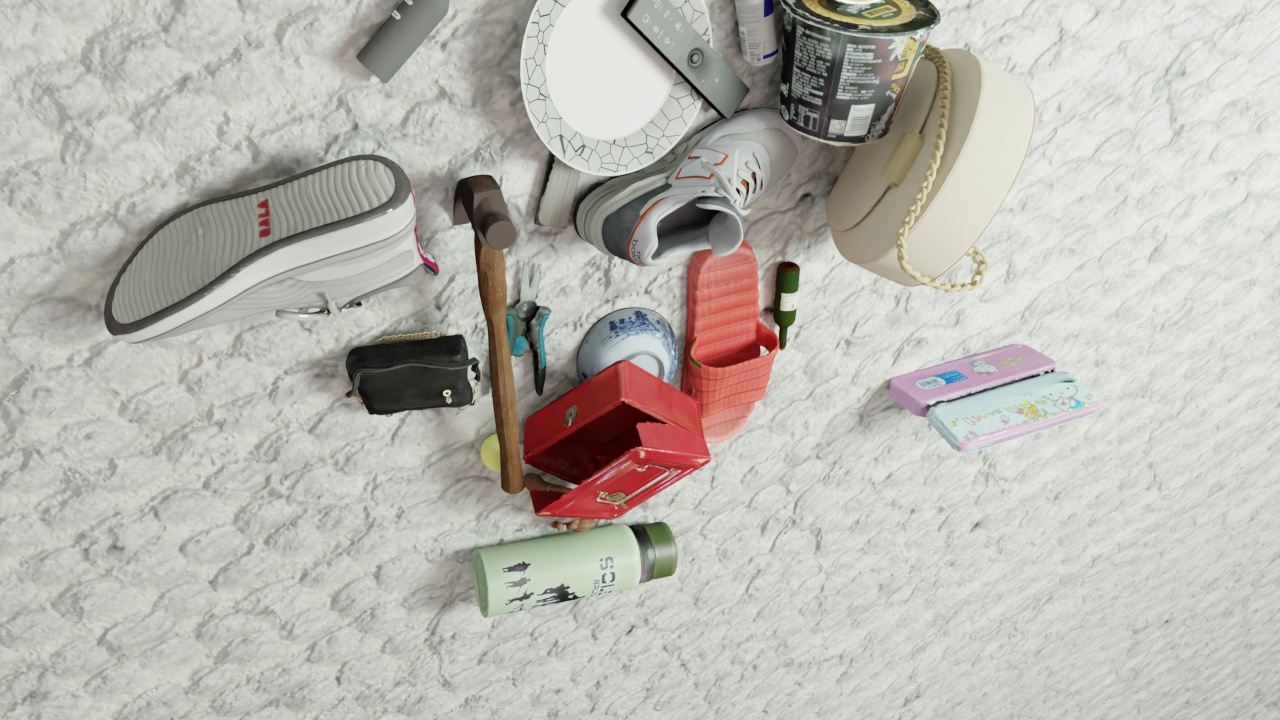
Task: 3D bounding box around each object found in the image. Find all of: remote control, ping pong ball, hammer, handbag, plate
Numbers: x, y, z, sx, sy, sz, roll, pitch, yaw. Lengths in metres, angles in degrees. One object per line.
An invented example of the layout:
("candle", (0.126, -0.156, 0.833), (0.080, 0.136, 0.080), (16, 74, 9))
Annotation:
("remote control", (-0.066, -0.184, 0.821), (0.033, 0.013, 0.137), (3, 119, -29))
("ping pong ball", (-0.144, 0.095, 0.944), (0.040, 0.040, 0.040), (-12, 124, -19))
("hammer", (-0.129, -0.011, 0.835), (0.033, 0.115, 0.324), (-13, 125, -18))
("handbag", (-0.210, 0.019, 0.845), (0.128, 0.054, 0.079), (-6, 130, 1))
("handbag", (0.271, -0.177, 0.861), (0.103, 0.208, 0.211), (21, 110, -16))
("plate", (-0.020, -0.253, 0.782), (0.188, 0.016, 0.189), (-17, 123, -28))
("remote control", (0.042, -0.266, 0.797), (0.150, 0.013, 0.034), (32, 93, -42))

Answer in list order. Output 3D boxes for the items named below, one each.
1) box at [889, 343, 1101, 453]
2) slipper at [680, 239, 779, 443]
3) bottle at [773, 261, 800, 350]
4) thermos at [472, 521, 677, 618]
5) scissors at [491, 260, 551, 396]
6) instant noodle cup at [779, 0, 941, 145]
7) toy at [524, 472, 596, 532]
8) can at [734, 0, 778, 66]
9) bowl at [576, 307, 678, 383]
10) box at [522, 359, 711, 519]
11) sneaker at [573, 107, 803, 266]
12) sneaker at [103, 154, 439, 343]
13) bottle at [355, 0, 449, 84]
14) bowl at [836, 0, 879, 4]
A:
("box", (0.430, 0.042, 1.116), (0.214, 0.151, 0.035), (-14, 127, -18))
("slipper", (0.097, -0.009, 0.982), (0.103, 0.059, 0.249), (-12, 123, -18))
("bottle", (0.158, -0.057, 1.001), (0.025, 0.025, 0.106), (-13, 125, -18))
("thermos", (-0.071, 0.234, 1.049), (0.231, 0.082, 0.082), (-6, 122, -23))
("scissors", (-0.116, -0.020, 0.898), (0.148, 0.019, 0.123), (-46, 127, 5))
("instant noodle cup", (0.184, -0.265, 0.821), (0.137, 0.137, 0.112), (-11, 133, -19))
("toy", (-0.086, 0.161, 1.015), (0.101, 0.042, 0.055), (21, 87, -42))
("can", (0.100, -0.310, 0.807), (0.032, 0.032, 0.095), (-23, 127, -11))
("bowl", (-0.006, 0.006, 0.950), (0.114, 0.045, 0.114), (-12, 124, -18))
("box", (-0.027, 0.085, 0.934), (0.158, 0.110, 0.134), (-35, 145, 30))
("sneaker", (0.066, -0.146, 0.837), (0.239, 0.124, 0.089), (-27, 128, -8))
("sneaker", (-0.293, -0.069, 0.746), (0.263, 0.096, 0.129), (-21, 149, -1))
("bottle", (-0.171, -0.266, 0.707), (0.113, 0.030, 0.030), (-46, 128, 7))
("bowl", (0.171, -0.379, 0.765), (0.150, 0.075, 0.151), (-9, 117, -19))
